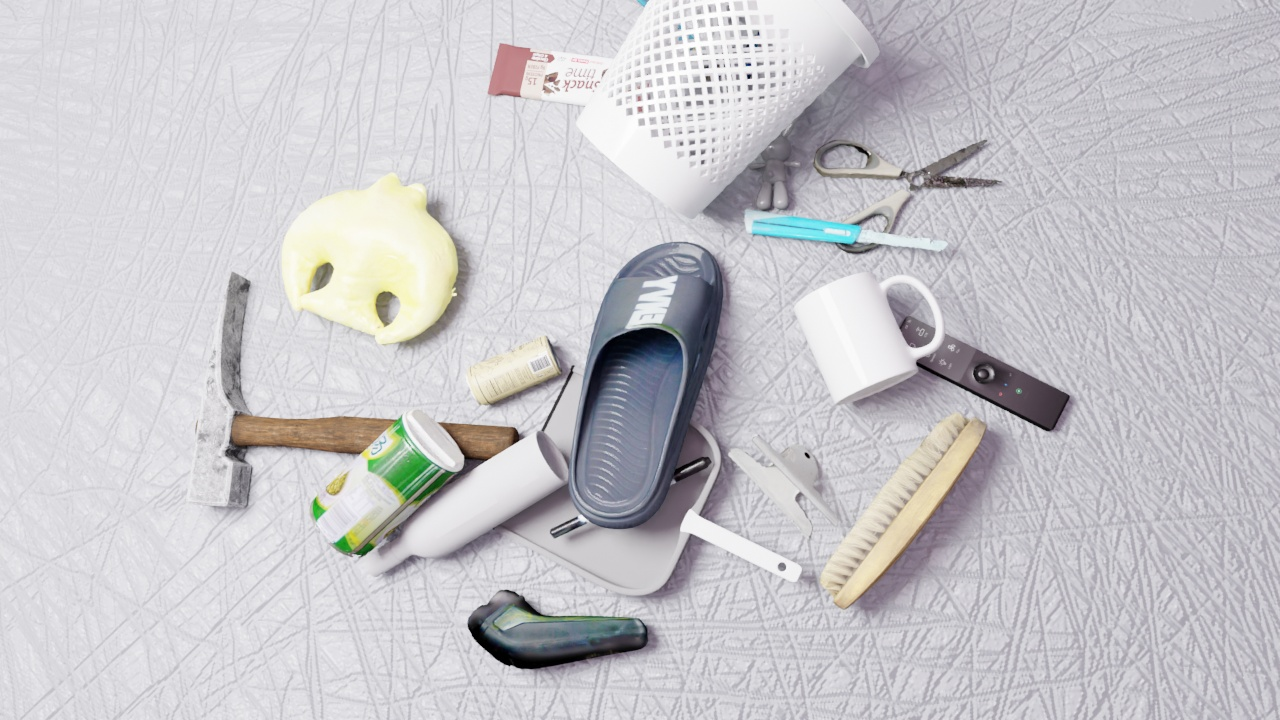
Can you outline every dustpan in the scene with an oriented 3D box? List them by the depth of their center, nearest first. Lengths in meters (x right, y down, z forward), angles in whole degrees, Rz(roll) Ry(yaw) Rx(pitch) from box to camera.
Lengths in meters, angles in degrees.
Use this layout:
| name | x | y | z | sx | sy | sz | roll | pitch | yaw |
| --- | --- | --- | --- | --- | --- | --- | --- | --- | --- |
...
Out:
| name | x | y | z | sx | sy | sz | roll | pitch | yaw |
| --- | --- | --- | --- | --- | --- | --- | --- | --- | --- |
| dustpan | 0.017 | 0.126 | 0.789 | 0.258 | 0.033 | 0.163 | 24 | 83 | 11 |

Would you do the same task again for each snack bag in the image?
| name | x | y | z | sx | sy | sz | roll | pitch | yaw |
| --- | --- | --- | --- | --- | --- | --- | --- | --- | --- |
| snack bag | -0.068 | -0.273 | 0.890 | 0.158 | 0.013 | 0.057 | 11 | 82 | 9 |

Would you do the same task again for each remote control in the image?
| name | x | y | z | sx | sy | sz | roll | pitch | yaw |
| --- | --- | --- | --- | --- | --- | --- | --- | --- | --- |
| remote control | 0.290 | 0.010 | 0.789 | 0.150 | 0.013 | 0.034 | 28 | 83 | 11 |

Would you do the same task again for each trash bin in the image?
| name | x | y | z | sx | sy | sz | roll | pitch | yaw |
| --- | --- | --- | --- | --- | --- | --- | --- | --- | --- |
| trash bin | 0.058 | -0.240 | 0.776 | 0.195 | 0.195 | 0.200 | 44 | 105 | 13 |

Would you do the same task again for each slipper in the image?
| name | x | y | z | sx | sy | sz | roll | pitch | yaw |
| --- | --- | --- | --- | --- | --- | --- | --- | --- | --- |
| slipper | -0.005 | 0.005 | 0.774 | 0.111 | 0.083 | 0.267 | 8 | 68 | 16 |

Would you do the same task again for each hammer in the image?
| name | x | y | z | sx | sy | sz | roll | pitch | yaw |
| --- | --- | --- | --- | --- | --- | --- | --- | --- | --- |
| hammer | -0.256 | 0.031 | 0.841 | 0.301 | 0.037 | 0.217 | 2 | 79 | 7 |

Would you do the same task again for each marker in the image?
| name | x | y | z | sx | sy | sz | roll | pitch | yaw |
| --- | --- | --- | --- | --- | --- | --- | --- | --- | --- |
| marker | -0.009 | 0.116 | 0.779 | 0.152 | 0.011 | 0.011 | -26 | 77 | 8 |

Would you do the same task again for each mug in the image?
| name | x | y | z | sx | sy | sz | roll | pitch | yaw |
| --- | --- | --- | --- | --- | --- | --- | --- | --- | --- |
| mug | 0.197 | -0.025 | 0.771 | 0.111 | 0.073 | 0.090 | -26 | 76 | 18 |

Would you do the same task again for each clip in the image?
| name | x | y | z | sx | sy | sz | roll | pitch | yaw |
| --- | --- | --- | --- | --- | --- | --- | --- | --- | --- |
| clip | 0.125 | 0.099 | 0.777 | 0.058 | 0.052 | 0.102 | -43 | 93 | 9 |

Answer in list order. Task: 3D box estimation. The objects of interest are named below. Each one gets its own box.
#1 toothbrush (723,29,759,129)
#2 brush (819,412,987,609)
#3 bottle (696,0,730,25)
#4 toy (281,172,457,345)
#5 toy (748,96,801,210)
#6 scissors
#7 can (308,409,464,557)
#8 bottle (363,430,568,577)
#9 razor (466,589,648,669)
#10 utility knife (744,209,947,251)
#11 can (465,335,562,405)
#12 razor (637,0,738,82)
| name | x | y | z | sx | sy | sz | roll | pitch | yaw |
| --- | --- | --- | --- | --- | --- | --- | --- | --- | --- |
| toothbrush | 0.103 | -0.299 | 0.873 | 0.017 | 0.016 | 0.189 | 9 | 80 | 19 |
| brush | 0.216 | 0.120 | 0.753 | 0.043 | 0.059 | 0.195 | 38 | 83 | 21 |
| bottle | 0.068 | -0.384 | 0.880 | 0.041 | 0.041 | 0.116 | -1 | 79 | 7 |
| toy | -0.245 | -0.098 | 0.850 | 0.170 | 0.064 | 0.154 | 22 | 82 | 7 |
| toy | 0.124 | -0.193 | 0.841 | 0.049 | 0.030 | 0.111 | 2 | 84 | 24 |
| scissors | 0.230 | -0.161 | 0.830 | 0.166 | 0.012 | 0.157 | 35 | 87 | 13 |
| can | -0.213 | 0.103 | 0.773 | 0.121 | 0.067 | 0.067 | -42 | 77 | 8 |
| bottle | -0.156 | 0.132 | 0.795 | 0.195 | 0.052 | 0.052 | -32 | 77 | 10 |
| razor | -0.070 | 0.225 | 0.776 | 0.151 | 0.054 | 0.067 | -3 | 61 | 1 |
| utility knife | 0.180 | -0.115 | 0.816 | 0.179 | 0.015 | 0.022 | 8 | 92 | 15 |
| can | -0.114 | 0.010 | 0.826 | 0.079 | 0.038 | 0.038 | -23 | 77 | 2 |
| razor | 0.034 | -0.320 | 0.883 | 0.042 | 0.022 | 0.144 | -43 | 72 | 4 |
